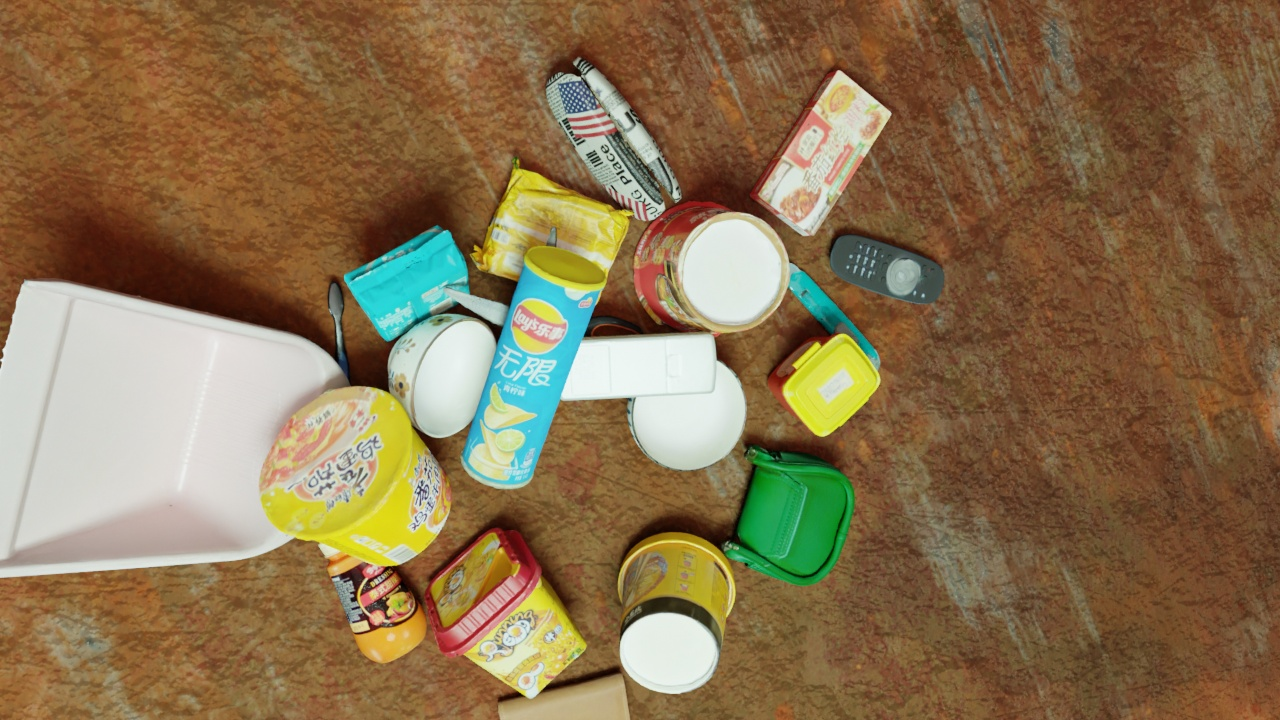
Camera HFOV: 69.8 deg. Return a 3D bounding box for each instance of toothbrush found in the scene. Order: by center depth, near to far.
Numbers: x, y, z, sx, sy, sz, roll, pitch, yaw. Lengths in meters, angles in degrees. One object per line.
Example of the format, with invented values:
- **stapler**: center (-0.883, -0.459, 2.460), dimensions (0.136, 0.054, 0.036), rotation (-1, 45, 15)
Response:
- **toothbrush**: center (-0.276, 0.021, 0.854), dimensions (0.014, 0.016, 0.189), rotation (-6, 101, -17)

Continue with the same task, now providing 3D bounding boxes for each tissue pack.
- **tissue pack**: center (-0.200, -0.066, 0.798), dimensions (0.093, 0.134, 0.050), rotation (-31, 87, -13)

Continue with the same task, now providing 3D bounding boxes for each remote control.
- **remote control**: center (-0.005, 0.005, 0.846), dimensions (0.150, 0.021, 0.058), rotation (-2, 103, -3)
- **remote control**: center (0.257, -0.096, 0.967), dimensions (0.136, 0.024, 0.053), rotation (16, 91, -17)

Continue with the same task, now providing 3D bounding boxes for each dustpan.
- **dustpan**: center (-0.360, 0.064, 0.738), dimensions (0.139, 0.273, 0.222), rotation (17, 96, 13)

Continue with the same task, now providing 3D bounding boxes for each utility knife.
- **utility knife**: center (0.202, -0.042, 0.965), dimensions (0.166, 0.013, 0.029), rotation (45, 83, -15)

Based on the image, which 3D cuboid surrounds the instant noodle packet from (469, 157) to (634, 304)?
- **instant noodle packet**: center (-0.085, -0.117, 0.868), dimensions (0.128, 0.044, 0.111), rotation (22, 92, -14)

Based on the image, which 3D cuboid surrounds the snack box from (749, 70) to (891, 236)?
- **snack box**: center (0.183, -0.209, 0.933), dimensions (0.075, 0.025, 0.153), rotation (34, 88, -16)

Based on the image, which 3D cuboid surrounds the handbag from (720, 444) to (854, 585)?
- **handbag**: center (0.150, 0.159, 0.949), dimensions (0.120, 0.068, 0.131), rotation (14, 93, -15)

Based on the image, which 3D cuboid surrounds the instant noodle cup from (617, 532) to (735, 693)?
- **instant noodle cup**: center (0.032, 0.247, 0.887), dimensions (0.118, 0.114, 0.119), rotation (2, 112, 5)

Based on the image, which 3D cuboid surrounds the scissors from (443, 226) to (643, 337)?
- **scissors**: center (-0.093, -0.017, 0.849), dimensions (0.233, 0.021, 0.221), rotation (13, 115, -40)

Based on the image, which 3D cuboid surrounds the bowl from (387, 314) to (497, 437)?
- **bowl**: center (-0.189, 0.007, 0.837), dimensions (0.062, 0.113, 0.113), rotation (21, 91, 27)

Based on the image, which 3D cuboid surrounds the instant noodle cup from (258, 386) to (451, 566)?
- **instant noodle cup**: center (-0.234, 0.107, 0.789), dimensions (0.138, 0.138, 0.110), rotation (-39, 145, -7)

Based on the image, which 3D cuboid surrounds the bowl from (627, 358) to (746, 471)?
- **bowl**: center (0.040, 0.046, 0.908), dimensions (0.116, 0.066, 0.116), rotation (-2, 98, -13)

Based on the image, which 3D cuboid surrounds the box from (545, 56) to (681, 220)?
- **box**: center (-0.031, -0.200, 0.861), dimensions (0.082, 0.075, 0.163), rotation (-35, 106, 3)

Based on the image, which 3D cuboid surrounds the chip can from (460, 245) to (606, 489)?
- **chip can**: center (-0.096, 0.009, 0.799), dimensions (0.071, 0.071, 0.211), rotation (14, 116, -16)

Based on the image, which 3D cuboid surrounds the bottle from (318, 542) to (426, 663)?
- **bottle**: center (-0.258, 0.206, 0.858), dimensions (0.066, 0.067, 0.149), rotation (-28, 96, -10)

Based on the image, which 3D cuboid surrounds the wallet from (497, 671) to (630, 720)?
- **wallet**: center (-0.074, 0.385, 0.940), dimensions (0.131, 0.031, 0.108), rotation (-9, 97, -12)

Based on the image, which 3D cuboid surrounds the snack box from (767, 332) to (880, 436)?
- **snack box**: center (0.180, 0.020, 0.933), dimensions (0.091, 0.080, 0.082), rotation (-42, 105, -6)

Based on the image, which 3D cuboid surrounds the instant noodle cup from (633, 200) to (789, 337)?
- **instant noodle cup**: center (0.072, -0.087, 0.878), dimensions (0.137, 0.108, 0.138), rotation (-2, 97, -14)

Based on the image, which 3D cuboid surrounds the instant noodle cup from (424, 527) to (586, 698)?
- **instant noodle cup**: center (-0.124, 0.244, 0.874), dimensions (0.116, 0.116, 0.123), rotation (-41, 116, -7)
